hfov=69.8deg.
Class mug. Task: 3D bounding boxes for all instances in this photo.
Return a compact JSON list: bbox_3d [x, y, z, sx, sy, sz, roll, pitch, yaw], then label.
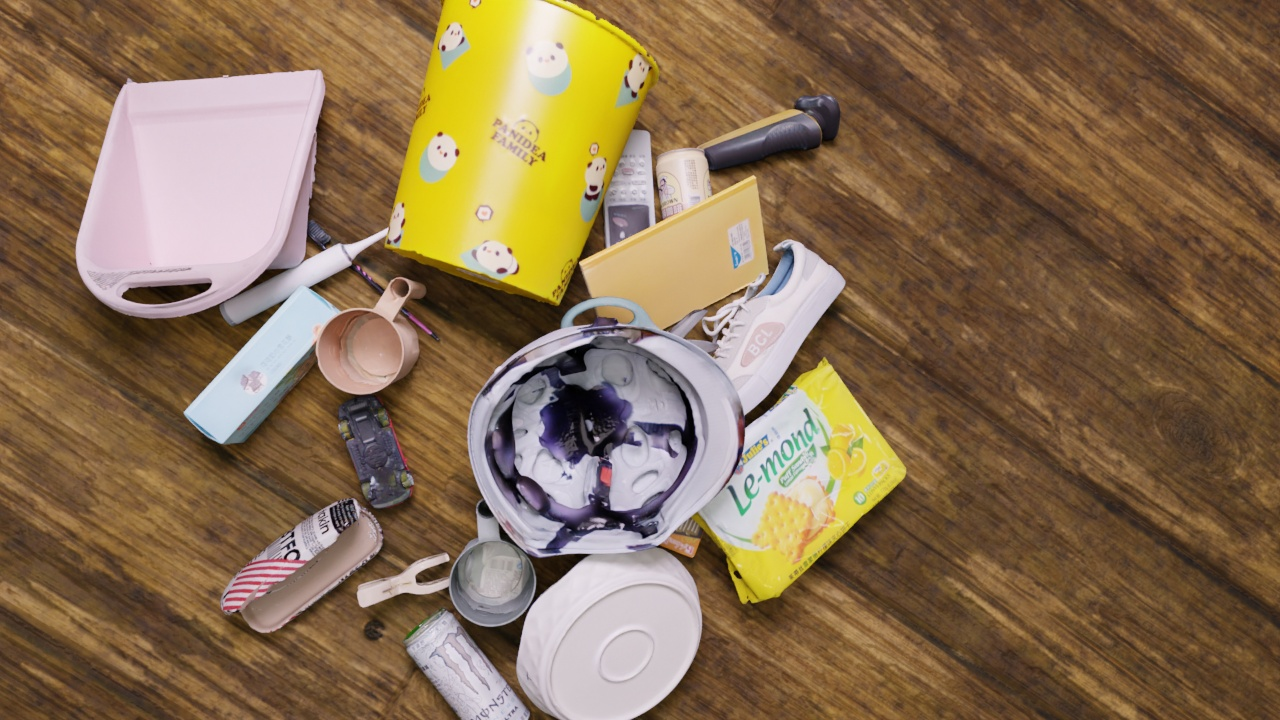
[{"bbox_3d":[-0.152,0.200,0.939,0.083,0.103,0.124,-4,85,-8],"label":"mug"},{"bbox_3d":[-0.262,-0.029,0.931,0.084,0.103,0.124,32,91,-5],"label":"mug"}]

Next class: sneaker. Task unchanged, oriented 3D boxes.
[{"bbox_3d":[0.120,-0.029,1.000,0.090,0.089,0.242,41,79,-12],"label":"sneaker"}]

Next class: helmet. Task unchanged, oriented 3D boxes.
[{"bbox_3d":[-0.038,0.067,0.912,0.258,0.146,0.229,-18,103,-5],"label":"helmet"}]

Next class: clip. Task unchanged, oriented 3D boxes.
[{"bbox_3d":[-0.244,0.230,0.951,0.099,0.066,0.034,-13,88,-20],"label":"clip"}]

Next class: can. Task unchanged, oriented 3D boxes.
[{"bbox_3d":[-0.180,0.329,0.948,0.058,0.058,0.146,-38,92,-9],"label":"can"},{"bbox_3d":[0.052,-0.171,1.018,0.058,0.058,0.116,-7,87,-9],"label":"can"}]

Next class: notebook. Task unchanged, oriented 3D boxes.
[{"bbox_3d":[0.043,-0.098,0.983,0.206,0.146,0.010,-28,50,-8],"label":"notebook"}]

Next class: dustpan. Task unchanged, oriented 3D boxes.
[{"bbox_3d":[-0.432,-0.174,0.893,0.222,0.139,0.273,-6,89,4],"label":"dustpan"}]

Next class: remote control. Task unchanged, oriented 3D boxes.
[{"bbox_3d":[-0.014,-0.185,1.029,0.058,0.021,0.150,-3,86,-8],"label":"remote control"}]

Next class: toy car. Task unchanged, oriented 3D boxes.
[{"bbox_3d":[-0.275,0.094,0.959,0.053,0.045,0.120,-17,94,-7],"label":"toy car"}]

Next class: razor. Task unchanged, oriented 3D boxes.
[{"bbox_3d":[0.144,-0.257,1.046,0.167,0.062,0.067,-19,58,-4],"label":"razor"}]

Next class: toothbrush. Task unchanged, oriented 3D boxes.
[{"bbox_3d":[-0.287,-0.085,0.986,0.189,0.014,0.017,40,85,-4],"label":"toothbrush"},{"bbox_3d":[-0.335,-0.098,0.961,0.221,0.026,0.026,-28,84,-2],"label":"toothbrush"}]

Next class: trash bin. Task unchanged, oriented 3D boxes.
[{"bbox_3d":[-0.128,-0.204,0.920,0.229,0.230,0.255,18,89,-7],"label":"trash bin"}]

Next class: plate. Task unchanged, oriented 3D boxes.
[{"bbox_3d":[-0.023,0.288,0.935,0.204,0.045,0.205,-10,113,-25],"label":"plate"}]

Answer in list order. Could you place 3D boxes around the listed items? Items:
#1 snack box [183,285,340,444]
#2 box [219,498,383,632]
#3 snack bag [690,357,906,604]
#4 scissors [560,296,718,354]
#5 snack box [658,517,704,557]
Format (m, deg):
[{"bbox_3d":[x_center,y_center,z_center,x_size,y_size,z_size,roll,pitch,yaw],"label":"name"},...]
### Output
[{"bbox_3d":[-0.377,0.006,0.936,0.051,0.074,0.174,40,82,-4],"label":"snack box"},{"bbox_3d":[-0.339,0.212,0.937,0.162,0.076,0.087,-40,122,-9],"label":"box"},{"bbox_3d":[0.161,0.130,0.996,0.246,0.068,0.158,-38,95,-17],"label":"snack bag"},{"bbox_3d":[-0.006,0.006,0.981,0.170,0.019,0.182,6,117,-10],"label":"scissors"},{"bbox_3d":[0.000,0.153,1.003,0.153,0.026,0.075,23,83,-6],"label":"snack box"}]
